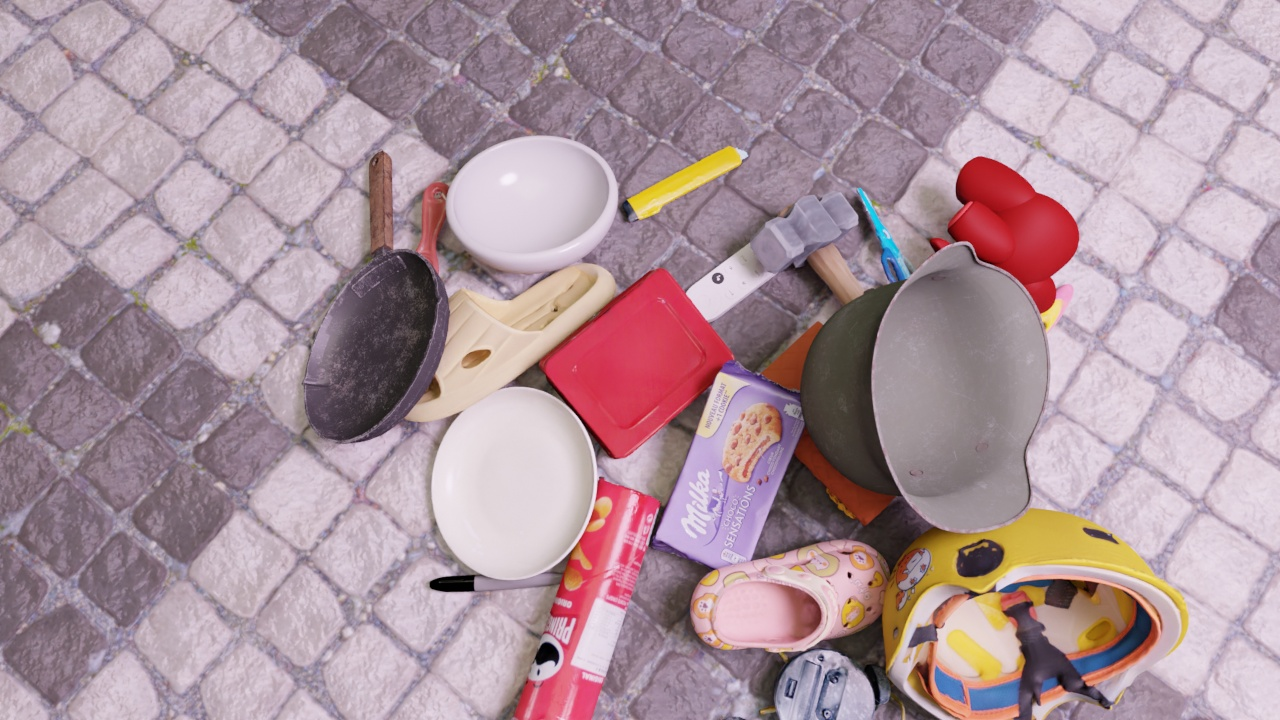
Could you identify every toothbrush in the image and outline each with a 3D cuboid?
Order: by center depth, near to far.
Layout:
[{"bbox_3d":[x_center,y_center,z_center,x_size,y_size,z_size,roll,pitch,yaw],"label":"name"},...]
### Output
[{"bbox_3d":[0.411,-0.028,0.950,0.021,0.016,0.135,36,75,13],"label":"toothbrush"}]

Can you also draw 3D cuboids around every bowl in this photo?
[{"bbox_3d":[-0.110,-0.152,0.959,0.176,0.066,0.176,-2,56,3],"label":"bowl"}]

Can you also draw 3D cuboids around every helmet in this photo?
[{"bbox_3d":[0.236,0.020,0.789,0.267,0.154,0.227,-21,99,-31],"label":"helmet"},{"bbox_3d":[0.321,0.203,0.791,0.209,0.139,0.241,40,118,-23],"label":"helmet"}]

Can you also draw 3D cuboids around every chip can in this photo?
[{"bbox_3d":[-0.047,0.229,0.853,0.073,0.073,0.232,17,74,6],"label":"chip can"}]

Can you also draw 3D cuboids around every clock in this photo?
[{"bbox_3d":[0.178,0.312,0.834,0.129,0.052,0.090,18,75,7],"label":"clock"}]

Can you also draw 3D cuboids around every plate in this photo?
[{"bbox_3d":[-0.117,0.118,0.884,0.183,0.034,0.182,-5,78,23],"label":"plate"}]

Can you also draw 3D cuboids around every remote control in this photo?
[{"bbox_3d":[0.104,-0.089,0.974,0.136,0.013,0.043,-37,76,-9],"label":"remote control"}]

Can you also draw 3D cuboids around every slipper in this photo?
[{"bbox_3d":[0.145,0.223,0.825,0.197,0.081,0.093,-6,100,-15],"label":"slipper"},{"bbox_3d":[-0.144,-0.035,0.910,0.261,0.079,0.111,-32,41,-11],"label":"slipper"}]

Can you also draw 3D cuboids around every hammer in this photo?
[{"bbox_3d":[0.242,-0.025,0.925,0.117,0.051,0.323,-28,80,-35],"label":"hammer"}]

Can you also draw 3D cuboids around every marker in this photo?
[{"bbox_3d":[-0.135,0.212,0.885,0.138,0.022,0.016,-3,61,1],"label":"marker"}]

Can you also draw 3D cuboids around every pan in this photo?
[{"bbox_3d":[-0.264,-0.077,0.939,0.208,0.040,0.356,-26,54,30],"label":"pan"}]

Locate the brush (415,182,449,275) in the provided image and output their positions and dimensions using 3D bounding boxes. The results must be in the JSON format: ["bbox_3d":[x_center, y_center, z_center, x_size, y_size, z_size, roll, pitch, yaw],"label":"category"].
[{"bbox_3d":[-0.227,-0.107,0.976,0.041,0.030,0.172,7,75,4],"label":"brush"}]

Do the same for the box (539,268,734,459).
[{"bbox_3d":[-0.003,0.004,0.895,0.157,0.123,0.136,-40,82,-10],"label":"box"}]

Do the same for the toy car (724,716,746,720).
[{"bbox_3d":[0.106,0.371,0.828,0.048,0.032,0.105,-40,71,-10],"label":"toy car"}]

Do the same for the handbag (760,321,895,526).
[{"bbox_3d":[0.193,0.064,0.902,0.108,0.060,0.172,-42,78,-10],"label":"handbag"}]

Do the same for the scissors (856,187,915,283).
[{"bbox_3d":[0.252,-0.126,0.956,0.015,0.083,0.140,-34,72,37],"label":"scissors"}]

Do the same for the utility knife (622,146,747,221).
[{"bbox_3d":[0.050,-0.195,1.005,0.155,0.017,0.030,-30,80,-7],"label":"utility knife"}]

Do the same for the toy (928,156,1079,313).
[{"bbox_3d":[0.341,-0.084,0.913,0.158,0.120,0.197,37,87,-31],"label":"toy"}]

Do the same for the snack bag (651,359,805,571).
[{"bbox_3d":[0.087,0.107,0.867,0.096,0.058,0.205,22,102,8],"label":"snack bag"}]
